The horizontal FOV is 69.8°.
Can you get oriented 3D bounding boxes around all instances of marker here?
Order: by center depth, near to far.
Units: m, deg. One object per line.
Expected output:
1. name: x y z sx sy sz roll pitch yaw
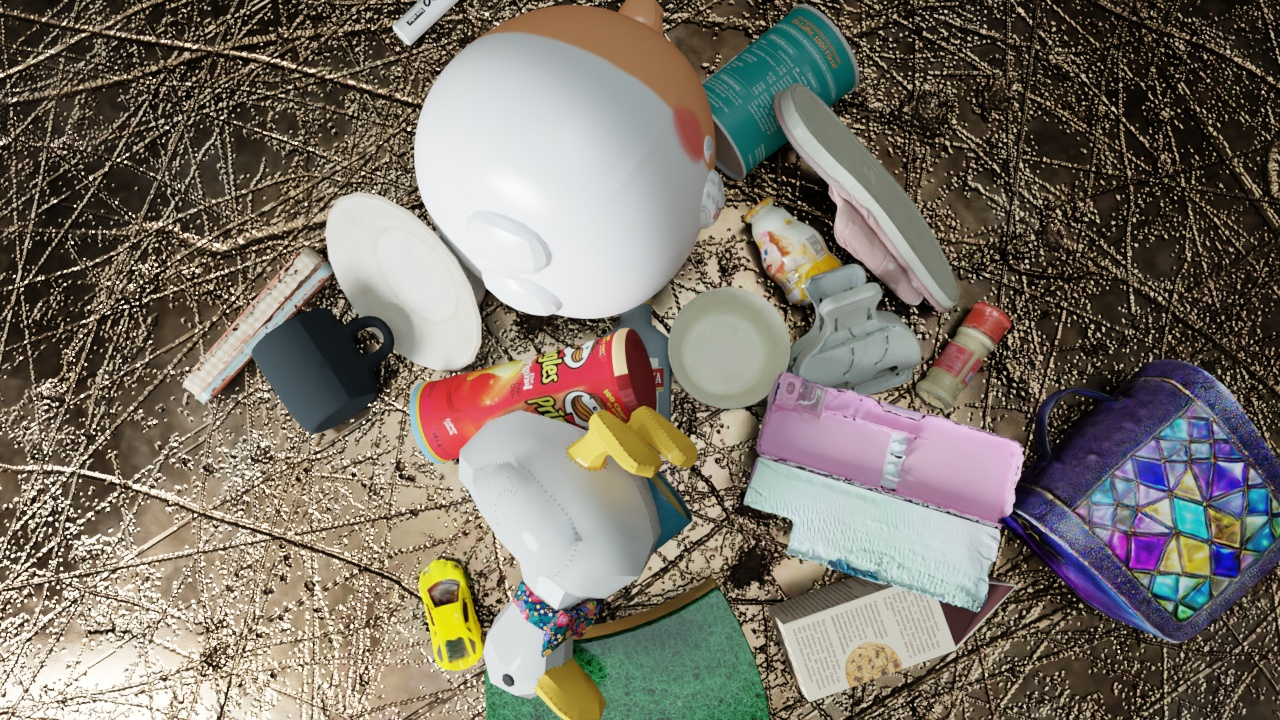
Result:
1. marker: -0.200 -0.375 0.940 0.126 0.025 0.025 -44 86 -3

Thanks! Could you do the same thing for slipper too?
1. slipper: 0.208 -0.143 0.863 0.055 0.113 0.274 -31 114 34

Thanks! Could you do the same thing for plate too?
1. plate: -0.216 -0.074 0.857 0.189 0.189 0.027 41 50 3

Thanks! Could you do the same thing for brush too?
1. brush: -0.010 0.328 0.853 0.250 0.075 0.195 -13 85 -1

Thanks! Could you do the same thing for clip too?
1. clip: 0.199 -0.014 0.865 0.125 0.081 0.148 -18 128 -4

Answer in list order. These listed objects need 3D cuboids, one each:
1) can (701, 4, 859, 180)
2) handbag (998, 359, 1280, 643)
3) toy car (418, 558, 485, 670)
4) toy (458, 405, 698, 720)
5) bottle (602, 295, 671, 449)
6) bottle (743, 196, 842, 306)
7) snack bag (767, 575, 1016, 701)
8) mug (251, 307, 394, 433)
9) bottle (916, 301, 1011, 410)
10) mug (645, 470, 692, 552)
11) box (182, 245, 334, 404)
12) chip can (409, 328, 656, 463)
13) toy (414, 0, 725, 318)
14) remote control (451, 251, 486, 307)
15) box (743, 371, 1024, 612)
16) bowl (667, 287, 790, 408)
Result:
1. can: 0.124 -0.259 0.892 0.144 0.099 0.099 -39 86 -3
2. handbag: 0.452 0.119 0.846 0.205 0.125 0.222 -40 88 -3
3. toy car: -0.183 0.244 0.885 0.049 0.030 0.107 -16 84 0
4. toy: -0.070 0.152 0.772 0.246 0.140 0.268 44 109 21
5. bottle: -0.005 0.005 0.896 0.072 0.046 0.161 1 85 0
6. bottle: 0.146 -0.108 0.897 0.063 0.063 0.108 -37 85 -3
7. snack bag: 0.233 0.236 0.851 0.206 0.094 0.070 -19 85 -2
8. mug: -0.293 0.002 0.880 0.121 0.085 0.094 -34 87 -9
9. bottle: 0.316 -0.004 0.898 0.044 0.044 0.109 36 87 3
10. mug: -0.026 0.141 0.865 0.104 0.084 0.112 -41 93 5
11. box: -0.378 -0.037 0.901 0.186 0.053 0.058 -48 46 -4
12. chip can: -0.098 0.035 0.848 0.214 0.087 0.087 -13 85 16
13. toy: -0.051 -0.178 0.809 0.266 0.263 0.280 23 65 14
14. remote control: -0.209 -0.086 0.914 0.114 0.028 0.060 33 85 3
15. box: 0.212 0.116 0.816 0.230 0.035 0.159 17 76 3
16. bowl: 0.083 -0.010 0.889 0.115 0.062 0.115 0 85 0
